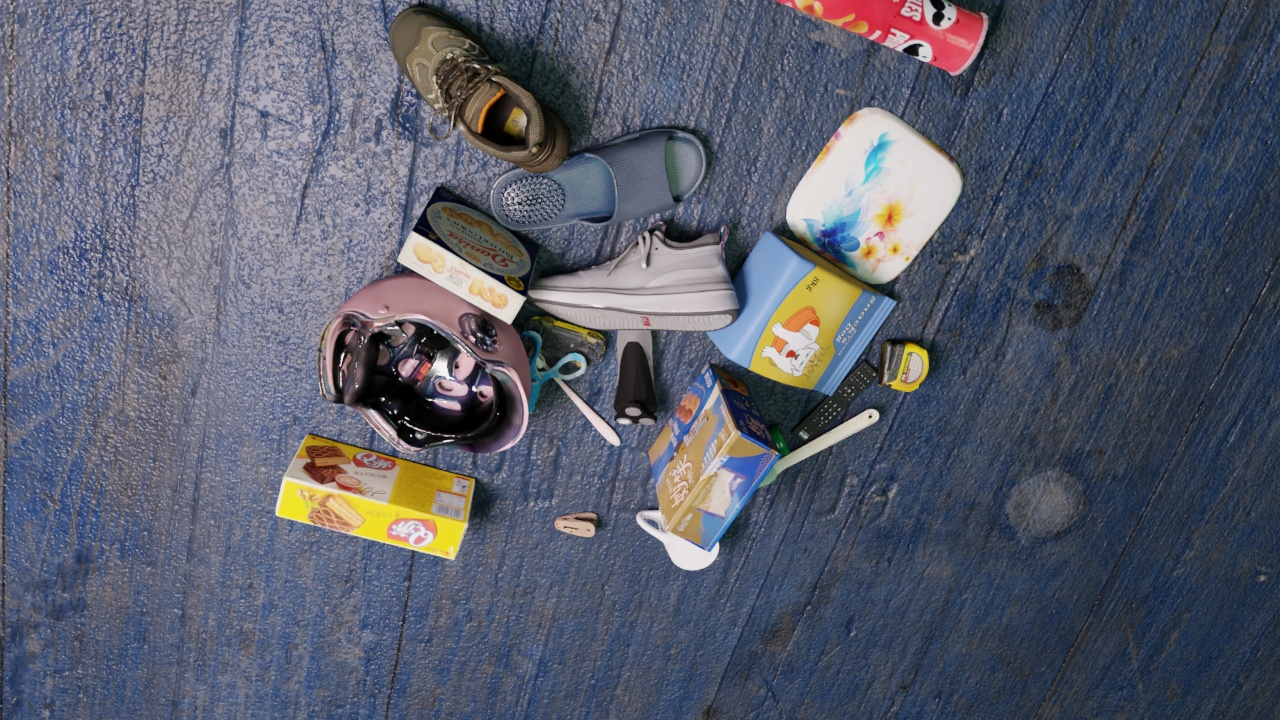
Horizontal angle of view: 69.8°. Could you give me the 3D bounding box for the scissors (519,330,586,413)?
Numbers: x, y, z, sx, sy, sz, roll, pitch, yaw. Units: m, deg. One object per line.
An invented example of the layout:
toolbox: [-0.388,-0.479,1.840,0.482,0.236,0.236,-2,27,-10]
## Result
scissors: [-0.142,0.014,1.174,0.141,0.013,0.114,-34,118,28]

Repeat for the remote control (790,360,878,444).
remote control: [0.264,0.058,1.248,0.030,0.009,0.140,39,104,-18]

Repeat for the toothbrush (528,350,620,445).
toothbrush: [-0.085,0.052,1.210,0.016,0.018,0.181,-38,111,11]

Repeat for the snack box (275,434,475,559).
snack box: [-0.337,0.175,1.187,0.230,0.110,0.062,17,113,-12]

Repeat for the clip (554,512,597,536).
clip: [-0.087,0.225,1.282,0.060,0.039,0.024,10,112,16]

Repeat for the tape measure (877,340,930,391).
tape measure: [0.351,0.007,1.219,0.064,0.037,0.065,4,98,-1]

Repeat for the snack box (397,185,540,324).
snack box: [-0.193,-0.124,1.055,0.144,0.144,0.043,30,116,-17]

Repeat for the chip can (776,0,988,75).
chip can: [0.267,-0.395,1.027,0.233,0.073,0.073,18,110,-11]

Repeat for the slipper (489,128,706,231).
slipper: [-0.047,-0.199,1.075,0.263,0.082,0.101,-12,115,0]

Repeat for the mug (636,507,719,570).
mug: [0.051,0.232,1.258,0.114,0.087,0.081,10,111,-9]

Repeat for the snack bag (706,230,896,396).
snack bag: [0.210,-0.048,1.159,0.205,0.102,0.159,22,109,-29]

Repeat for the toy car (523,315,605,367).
toy car: [-0.097,-0.026,1.167,0.107,0.030,0.049,19,120,-10]

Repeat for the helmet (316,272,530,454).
helmet: [-0.240,-0.001,1.090,0.255,0.152,0.231,25,133,-8]

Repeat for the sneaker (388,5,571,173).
sneaker: [-0.189,-0.283,0.979,0.238,0.142,0.101,39,106,-2]

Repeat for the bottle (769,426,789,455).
bottle: [0.145,0.129,1.250,0.111,0.043,0.043,-24,112,6]

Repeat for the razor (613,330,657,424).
razor: [-0.007,0.007,1.181,0.057,0.060,0.156,1,93,7]

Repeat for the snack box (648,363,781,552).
snack box: [0.086,0.116,1.151,0.069,0.202,0.155,28,107,-15]

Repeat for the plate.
plate: [0.294,-0.199,1.140,0.187,0.016,0.187,30,107,-16]

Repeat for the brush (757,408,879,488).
brush: [0.229,0.124,1.262,0.218,0.012,0.033,-30,115,13]

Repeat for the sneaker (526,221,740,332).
sneaker: [-0.011,-0.106,1.116,0.263,0.097,0.128,0,74,11]
